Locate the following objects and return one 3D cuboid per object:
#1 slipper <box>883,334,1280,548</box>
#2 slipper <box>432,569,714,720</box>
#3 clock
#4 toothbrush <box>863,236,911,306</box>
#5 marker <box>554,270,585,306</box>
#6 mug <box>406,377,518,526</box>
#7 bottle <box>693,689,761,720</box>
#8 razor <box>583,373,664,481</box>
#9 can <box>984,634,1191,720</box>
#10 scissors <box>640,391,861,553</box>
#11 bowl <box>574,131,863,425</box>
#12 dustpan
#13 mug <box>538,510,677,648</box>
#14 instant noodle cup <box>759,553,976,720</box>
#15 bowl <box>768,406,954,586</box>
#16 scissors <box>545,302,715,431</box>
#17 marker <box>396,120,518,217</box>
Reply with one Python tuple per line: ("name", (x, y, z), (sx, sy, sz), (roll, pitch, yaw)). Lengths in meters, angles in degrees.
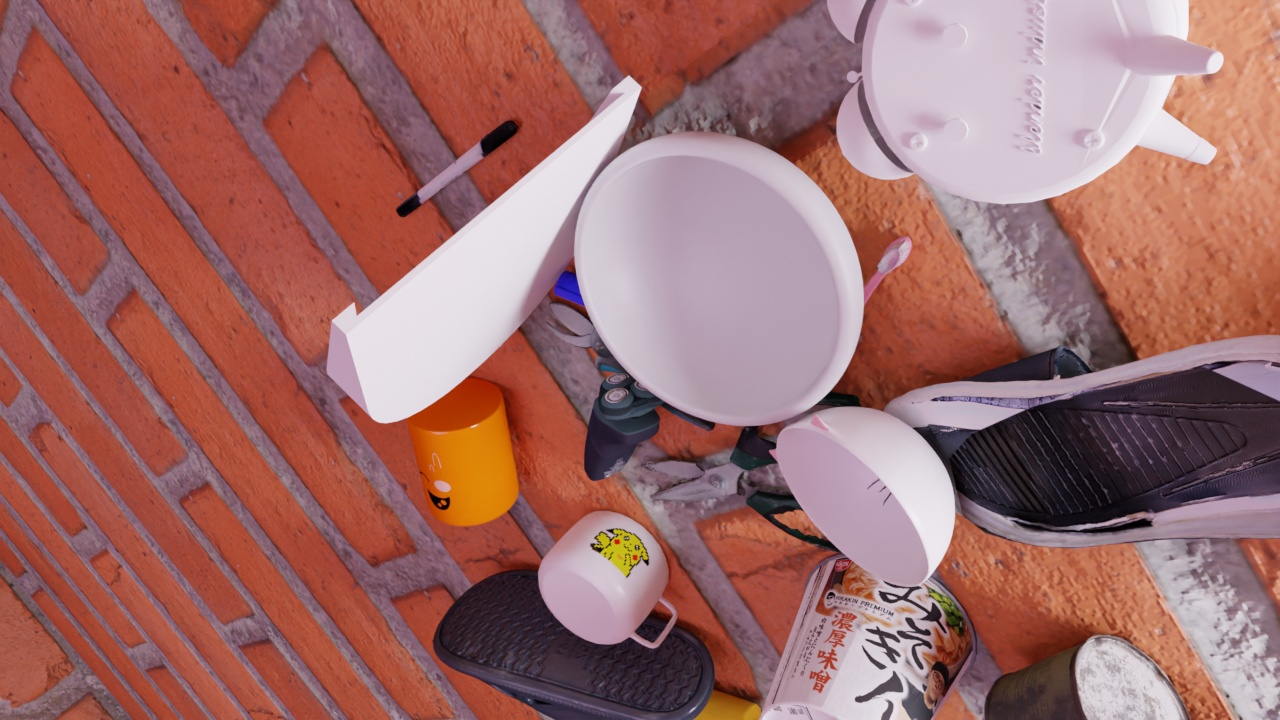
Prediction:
("slipper", (0.231, 0.036, 0.454), (0.111, 0.063, 0.264), (53, 157, -6))
("slipper", (-0.055, 0.263, 0.812), (0.268, 0.110, 0.083), (8, 140, 27))
("clock", (0.158, -0.132, 0.396), (0.161, 0.072, 0.125), (8, 123, 32))
("toothbrush", (0.118, -0.022, 0.540), (0.021, 0.016, 0.135), (39, 134, 10))
("marker", (0.006, -0.028, 0.615), (0.141, 0.020, 0.020), (23, 130, 22))
("mug", (-0.153, 0.067, 0.768), (0.112, 0.077, 0.096), (43, 145, 50))
("bottle", (0.032, 0.300, 0.802), (0.144, 0.043, 0.043), (7, 123, 33))
("razor", (-0.018, 0.054, 0.661), (0.052, 0.047, 0.143), (61, 156, 22))
("can", (0.264, 0.219, 0.543), (0.090, 0.089, 0.075), (43, 135, 5))
("scissors", (0.089, 0.099, 0.645), (0.210, 0.015, 0.137), (-23, 106, 43))
("bowl", (0.051, -0.052, 0.533), (0.177, 0.066, 0.177), (19, 128, 25))
("dustpan", (-0.108, -0.054, 0.549), (0.053, 0.191, 0.258), (44, 159, 4))
("mug", (-0.023, 0.184, 0.745), (0.115, 0.067, 0.095), (38, 134, 9))
("instant noodle cup", (0.143, 0.214, 0.606), (0.124, 0.121, 0.124), (19, 128, 25))
("bowl", (0.137, 0.070, 0.533), (0.114, 0.050, 0.115), (45, 159, 22))
("scissors", (0.001, 0.000, 0.640), (0.155, 0.019, 0.126), (-16, 107, 44))
("marker", (-0.133, -0.134, 0.652), (0.153, 0.011, 0.011), (-22, 104, 43))
